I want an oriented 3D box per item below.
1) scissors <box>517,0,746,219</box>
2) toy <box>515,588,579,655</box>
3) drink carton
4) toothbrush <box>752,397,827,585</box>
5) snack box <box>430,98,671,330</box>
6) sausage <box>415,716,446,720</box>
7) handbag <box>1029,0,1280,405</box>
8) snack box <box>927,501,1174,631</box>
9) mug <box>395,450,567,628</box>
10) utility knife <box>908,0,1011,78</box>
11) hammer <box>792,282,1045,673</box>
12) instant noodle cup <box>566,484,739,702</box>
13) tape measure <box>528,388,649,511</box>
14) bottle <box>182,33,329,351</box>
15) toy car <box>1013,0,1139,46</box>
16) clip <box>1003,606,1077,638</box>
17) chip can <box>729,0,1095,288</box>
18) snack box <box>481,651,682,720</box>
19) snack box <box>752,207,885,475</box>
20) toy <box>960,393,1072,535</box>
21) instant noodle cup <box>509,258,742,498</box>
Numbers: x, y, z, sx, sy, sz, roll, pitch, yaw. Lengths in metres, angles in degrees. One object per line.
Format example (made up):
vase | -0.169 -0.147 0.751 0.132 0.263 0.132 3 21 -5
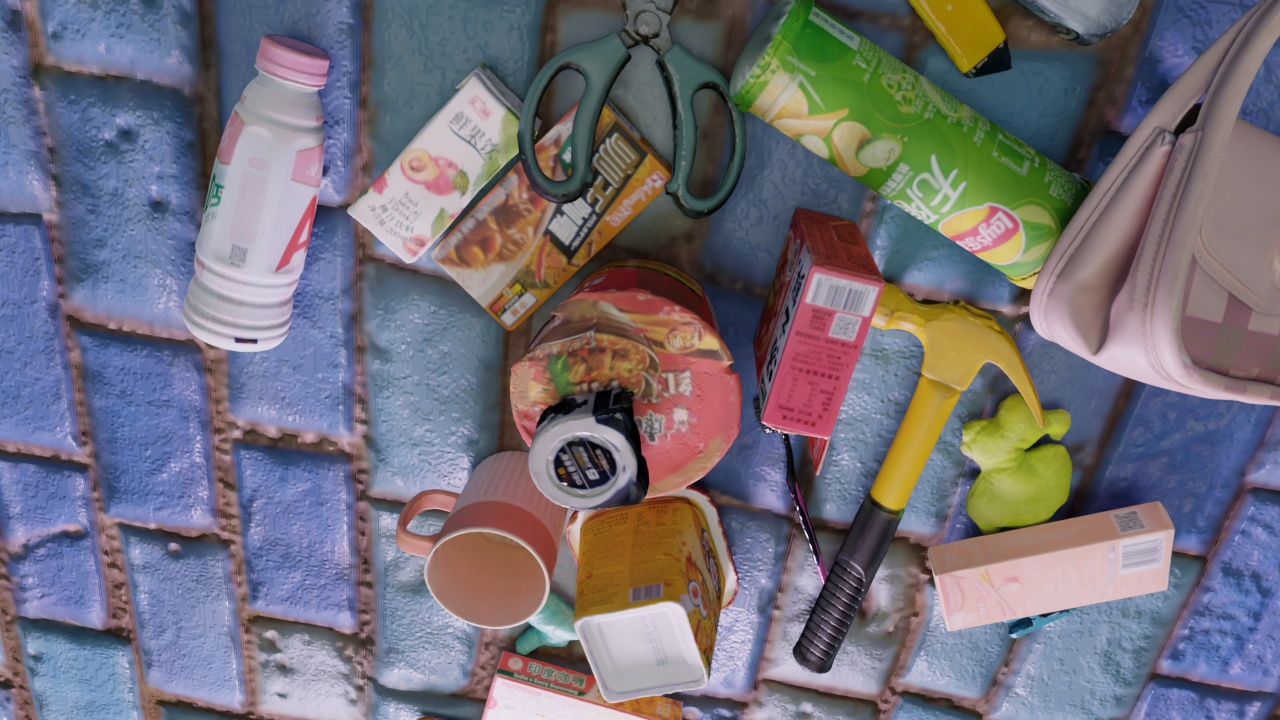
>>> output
scissors | -0.015 -0.161 0.536 0.171 0.019 0.177 -15 105 -6
toy | -0.084 0.200 0.728 0.092 0.030 0.097 42 123 -11
drink carton | -0.121 -0.122 0.574 0.123 0.045 0.053 -40 111 21
toothbrush | 0.115 0.106 0.674 0.018 0.014 0.189 -8 116 27
snack box | -0.058 -0.094 0.591 0.154 0.026 0.075 -40 105 20
sausage | -0.123 0.333 0.797 0.165 0.021 0.021 11 115 1
handbag | 0.335 -0.093 0.494 0.193 0.093 0.234 9 106 -30
snack box | 0.290 0.149 0.653 0.157 0.026 0.084 -14 133 12
mug | -0.112 0.120 0.651 0.114 0.105 0.082 11 115 1
utility knife | 0.138 -0.241 0.509 0.033 0.015 0.216 -41 107 14
hammer | 0.171 0.099 0.638 0.129 0.032 0.301 23 115 12
instant noodle cup | 0.006 0.166 0.651 0.116 0.123 0.116 -14 113 11
tape measure | -0.031 0.052 0.532 0.066 0.033 0.066 -8 112 7
bottle | -0.240 -0.104 0.585 0.068 0.068 0.197 21 112 -4
toy car | 0.219 -0.220 0.495 0.120 0.037 0.054 29 97 -12
clip | 0.301 0.191 0.693 0.057 0.014 0.047 -32 106 19
chip can | 0.156 -0.126 0.530 0.221 0.072 0.073 30 114 -8
snack box | -0.050 0.295 0.762 0.156 0.027 0.077 17 125 -3
snack box | 0.101 -0.015 0.563 0.044 0.113 0.127 13 115 -2
toy | 0.262 0.075 0.635 0.097 0.031 0.100 -38 105 19
instant noodle cup | -0.003 0.003 0.585 0.138 0.108 0.138 2 114 5
